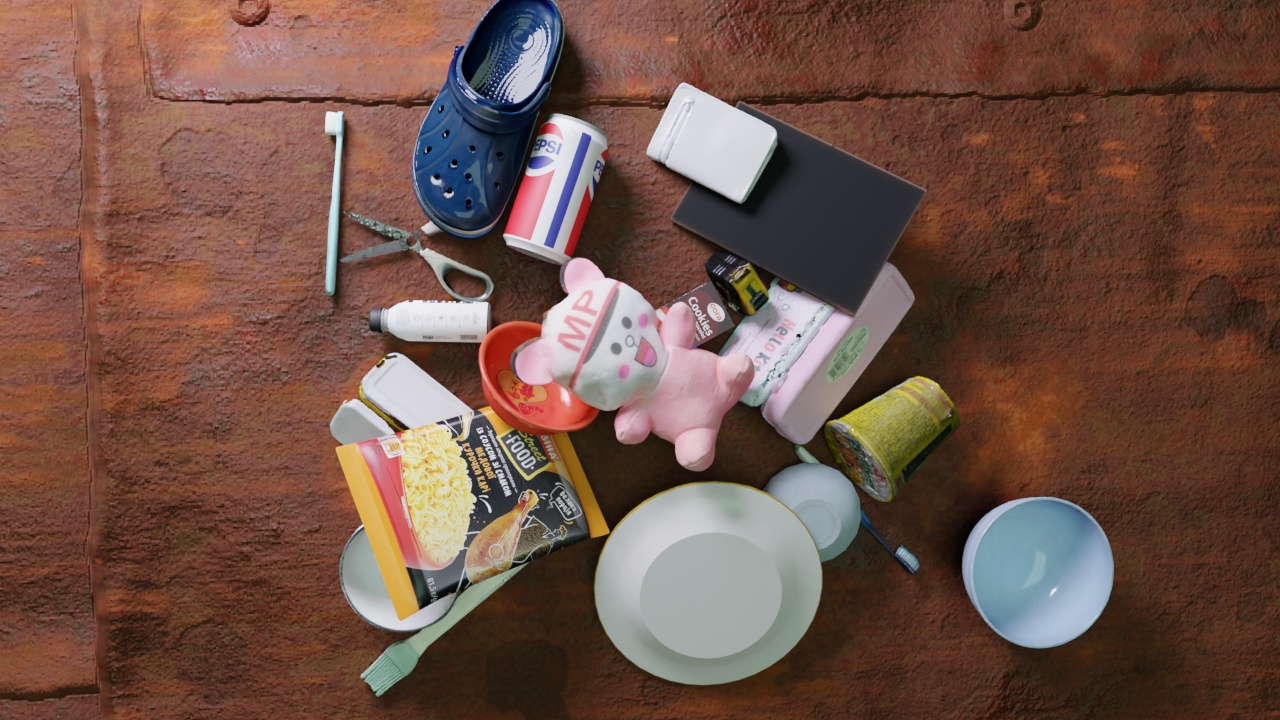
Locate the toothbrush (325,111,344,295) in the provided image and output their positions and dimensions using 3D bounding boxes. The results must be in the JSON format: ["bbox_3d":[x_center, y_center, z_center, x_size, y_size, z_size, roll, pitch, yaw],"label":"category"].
[{"bbox_3d":[-0.303,-0.154,0.901,0.016,0.016,0.180,2,91,-8],"label":"toothbrush"}]

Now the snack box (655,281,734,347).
[{"bbox_3d":[0.019,-0.024,0.925,0.141,0.032,0.051,-28,94,-4],"label":"snack box"}]

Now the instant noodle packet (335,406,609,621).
[{"bbox_3d":[-0.150,0.123,0.855,0.220,0.032,0.159,-16,76,-34],"label":"instant noodle packet"}]

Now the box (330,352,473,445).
[{"bbox_3d":[-0.199,0.094,0.915,0.210,0.080,0.083,40,47,-6],"label":"box"}]

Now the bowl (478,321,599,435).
[{"bbox_3d":[-0.103,0.026,0.886,0.130,0.130,0.045,36,129,-5],"label":"bowl"}]

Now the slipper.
[{"bbox_3d":[-0.147,-0.244,0.872,0.105,0.095,0.252,21,84,-6],"label":"slipper"}]

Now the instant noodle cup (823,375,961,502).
[{"bbox_3d":[0.257,0.072,0.923,0.108,0.102,0.102,-35,94,-13],"label":"instant noodle cup"}]

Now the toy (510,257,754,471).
[{"bbox_3d":[-0.005,0.005,0.864,0.213,0.084,0.142,29,80,-8],"label":"toy"}]

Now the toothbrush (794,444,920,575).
[{"bbox_3d":[0.226,0.154,0.958,0.189,0.016,0.017,46,77,-5],"label":"toothbrush"}]

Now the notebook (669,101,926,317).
[{"bbox_3d":[0.154,-0.153,0.911,0.209,0.008,0.141,30,89,14],"label":"notebook"}]

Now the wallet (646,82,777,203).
[{"bbox_3d":[0.072,-0.216,0.918,0.116,0.032,0.086,33,96,9],"label":"wallet"}]

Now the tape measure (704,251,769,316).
[{"bbox_3d":[0.096,-0.074,0.917,0.038,0.067,0.062,-44,124,-5],"label":"tape measure"}]

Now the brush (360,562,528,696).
[{"bbox_3d":[-0.189,0.255,0.924,0.217,0.012,0.033,-40,95,-4],"label":"brush"}]

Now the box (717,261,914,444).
[{"bbox_3d":[0.172,-0.027,0.939,0.201,0.103,0.101,-53,134,-3],"label":"box"}]

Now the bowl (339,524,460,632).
[{"bbox_3d":[-0.224,0.196,0.886,0.116,0.065,0.116,0,99,1],"label":"bowl"}]

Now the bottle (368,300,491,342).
[{"bbox_3d":[-0.206,-0.038,0.900,0.116,0.041,0.041,1,91,-5],"label":"bottle"}]

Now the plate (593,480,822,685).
[{"bbox_3d":[0.068,0.229,0.911,0.230,0.021,0.230,-1,107,-2],"label":"plate"}]

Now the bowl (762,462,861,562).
[{"bbox_3d":[0.173,0.160,0.931,0.106,0.039,0.106,0,100,3],"label":"bowl"}]

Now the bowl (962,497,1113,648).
[{"bbox_3d":[0.395,0.209,0.944,0.150,0.075,0.150,0,92,-5],"label":"bowl"}]

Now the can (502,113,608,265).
[{"bbox_3d":[-0.081,-0.165,0.894,0.070,0.070,0.132,19,90,-6],"label":"can"}]

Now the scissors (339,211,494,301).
[{"bbox_3d":[-0.208,-0.116,0.912,0.157,0.012,0.169,-42,95,-5],"label":"scissors"}]
